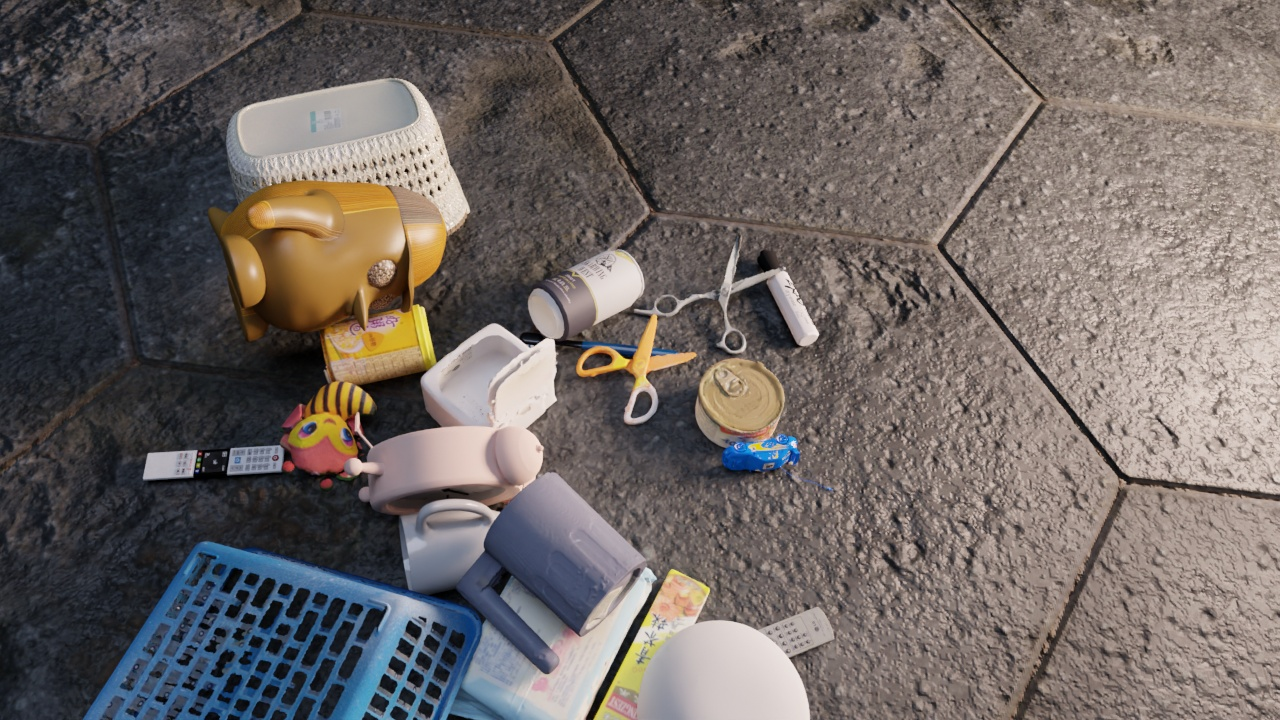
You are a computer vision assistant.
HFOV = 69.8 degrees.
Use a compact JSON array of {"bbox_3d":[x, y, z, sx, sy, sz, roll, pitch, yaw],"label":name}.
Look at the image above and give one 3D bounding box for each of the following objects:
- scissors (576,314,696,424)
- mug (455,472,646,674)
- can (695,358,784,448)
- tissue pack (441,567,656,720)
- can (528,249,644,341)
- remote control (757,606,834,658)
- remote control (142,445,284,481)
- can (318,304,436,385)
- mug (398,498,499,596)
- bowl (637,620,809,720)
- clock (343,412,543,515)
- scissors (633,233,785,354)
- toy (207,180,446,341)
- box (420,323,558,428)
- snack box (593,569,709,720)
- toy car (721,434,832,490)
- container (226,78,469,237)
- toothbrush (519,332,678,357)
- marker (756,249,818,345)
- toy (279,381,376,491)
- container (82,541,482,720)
[{"bbox_3d":[-0.001,0.012,0.940,0.125,0.011,0.127,-11,69,-8],"label":"scissors"},{"bbox_3d":[-0.072,0.169,0.726,0.104,0.084,0.124,40,89,17],"label":"mug"},{"bbox_3d":[0.098,0.044,0.918,0.086,0.043,0.086,2,57,-4],"label":"can"},{"bbox_3d":[-0.074,0.234,0.767,0.112,0.070,0.181,24,61,11],"label":"tissue pack"},{"bbox_3d":[-0.052,-0.072,0.962,0.127,0.064,0.064,-30,64,-31],"label":"can"},{"bbox_3d":[0.104,0.252,0.799,0.136,0.013,0.033,-17,60,-15],"label":"remote control"},{"bbox_3d":[-0.399,0.098,0.863,0.124,0.012,0.028,-3,57,-6],"label":"remote control"},{"bbox_3d":[-0.261,-0.013,0.913,0.105,0.068,0.067,-13,59,-12],"label":"can"},{"bbox_3d":[-0.158,0.151,0.791,0.089,0.107,0.071,-8,49,-20],"label":"mug"},{"bbox_3d":[0.074,0.283,0.739,0.149,0.043,0.149,7,65,-14],"label":"bowl"},{"bbox_3d":[-0.170,0.088,0.809,0.160,0.131,0.086,1,71,-10],"label":"clock"},{"bbox_3d":[0.076,-0.071,0.997,0.173,0.014,0.141,-6,70,0],"label":"scissors"},{"bbox_3d":[-0.283,-0.097,0.871,0.203,0.199,0.162,-16,72,-25],"label":"toy"},{"bbox_3d":[-0.137,0.016,0.864,0.126,0.137,0.108,39,64,20],"label":"box"},{"bbox_3d":[0.011,0.252,0.783,0.040,0.029,0.147,25,59,11],"label":"snack box"},{"bbox_3d":[0.131,0.107,0.883,0.092,0.033,0.061,-9,51,-10],"label":"toy car"},{"bbox_3d":[-0.318,-0.200,0.985,0.246,0.143,0.184,-17,47,-15],"label":"container"},{"bbox_3d":[-0.043,-0.013,0.962,0.168,0.014,0.014,7,57,-1],"label":"toothbrush"},{"bbox_3d":[0.159,-0.072,1.009,0.025,0.025,0.125,-14,59,-13],"label":"marker"},{"bbox_3d":[-0.296,0.069,0.869,0.084,0.046,0.103,22,68,2],"label":"toy"},{"bbox_3d":[-0.303,0.302,0.654,0.257,0.089,0.361,9,55,19],"label":"container"}]
